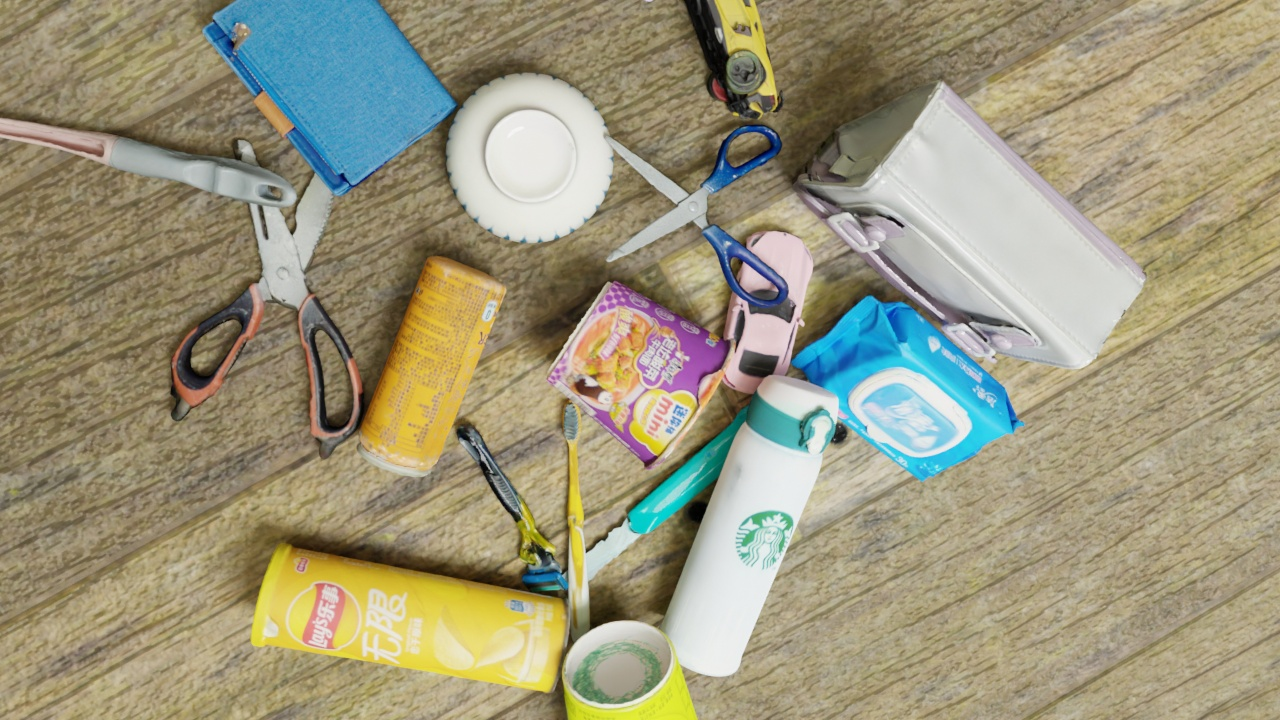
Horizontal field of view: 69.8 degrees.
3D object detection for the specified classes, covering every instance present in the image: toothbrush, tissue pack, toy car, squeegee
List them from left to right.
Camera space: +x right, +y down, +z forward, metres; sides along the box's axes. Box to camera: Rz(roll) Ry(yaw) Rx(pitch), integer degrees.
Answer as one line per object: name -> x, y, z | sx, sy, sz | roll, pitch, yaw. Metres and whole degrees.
squeegee -> -0.346, -0.134, 0.590 | 0.249, 0.040, 0.248 | 11, 109, -9
toothbrush -> -0.049, 0.124, 0.686 | 0.016, 0.018, 0.191 | -1, 95, 3
toy car -> 0.053, -0.235, 0.616 | 0.041, 0.071, 0.156 | -25, 102, -2
toy car -> 0.092, -0.035, 0.676 | 0.056, 0.037, 0.122 | 11, 97, -12
tissue pack -> 0.194, 0.024, 0.673 | 0.157, 0.052, 0.095 | 38, 132, -12

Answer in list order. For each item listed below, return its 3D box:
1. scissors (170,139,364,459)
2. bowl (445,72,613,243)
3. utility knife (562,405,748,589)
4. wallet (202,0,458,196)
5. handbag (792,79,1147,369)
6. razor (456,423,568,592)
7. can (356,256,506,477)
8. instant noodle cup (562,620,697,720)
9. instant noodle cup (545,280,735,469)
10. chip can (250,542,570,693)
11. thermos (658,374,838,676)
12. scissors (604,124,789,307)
scissors -> -0.248, -0.037, 0.634 | 0.189, 0.015, 0.227 | 43, 92, -9
bowl -> -0.073, -0.136, 0.617 | 0.116, 0.066, 0.116 | -1, 100, -8
utility knife -> 0.023, 0.101, 0.700 | 0.223, 0.013, 0.029 | -41, 100, 1
wallet -> -0.202, -0.189, 0.604 | 0.106, 0.040, 0.133 | -40, 102, -9
handbag -> 0.212, -0.083, 0.628 | 0.197, 0.145, 0.098 | 38, 88, -13
razor -> -0.097, 0.108, 0.681 | 0.043, 0.022, 0.143 | -19, 102, 40
can -> -0.145, 0.004, 0.635 | 0.058, 0.058, 0.146 | 22, 96, -12
instant noodle cup -> -0.008, 0.257, 0.657 | 0.111, 0.111, 0.123 | -13, 119, -6
instant noodle cup -> -0.004, 0.004, 0.637 | 0.099, 0.111, 0.111 | 35, 93, -3
chip can -> -0.161, 0.186, 0.660 | 0.213, 0.072, 0.072 | 13, 98, -12
thermos -> 0.081, 0.118, 0.668 | 0.073, 0.073, 0.224 | 17, 105, -11
scissors -> 0.047, -0.101, 0.635 | 0.172, 0.012, 0.162 | -37, 99, -25
